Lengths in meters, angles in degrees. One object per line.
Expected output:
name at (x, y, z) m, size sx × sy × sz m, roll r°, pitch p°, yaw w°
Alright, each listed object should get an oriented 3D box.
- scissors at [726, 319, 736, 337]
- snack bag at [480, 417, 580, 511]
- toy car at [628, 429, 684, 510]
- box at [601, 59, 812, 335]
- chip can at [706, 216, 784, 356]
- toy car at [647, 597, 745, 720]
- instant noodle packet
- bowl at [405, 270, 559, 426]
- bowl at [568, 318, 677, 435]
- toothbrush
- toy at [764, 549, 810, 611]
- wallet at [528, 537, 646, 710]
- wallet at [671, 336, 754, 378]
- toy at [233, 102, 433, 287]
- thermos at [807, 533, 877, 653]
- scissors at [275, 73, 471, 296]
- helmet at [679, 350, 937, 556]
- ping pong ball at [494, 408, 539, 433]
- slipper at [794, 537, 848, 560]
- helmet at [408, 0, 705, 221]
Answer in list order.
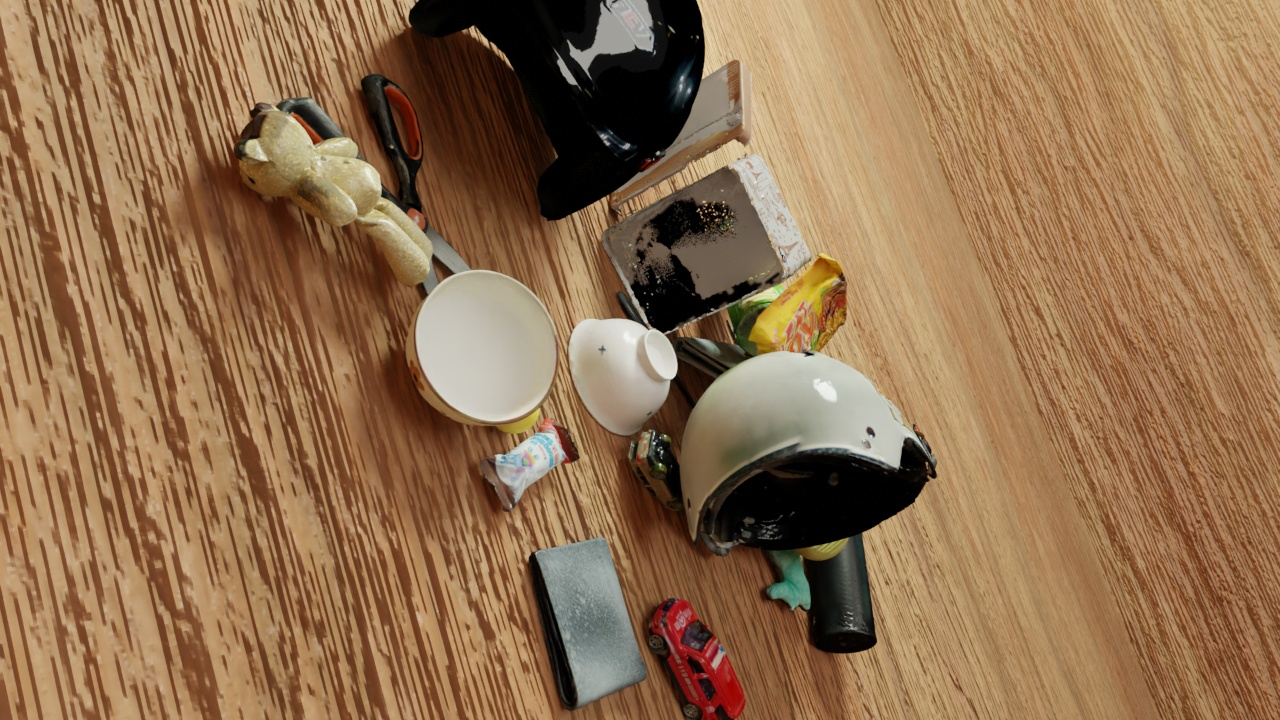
scissors at (0.148, 0.035, 1.132) m, size 0.166 × 0.014 × 0.162 m, roll 44°, pitch 35°, yaw -30°
snack bag at (-0.087, 0.079, 0.722) m, size 0.105 × 0.026 × 0.045 m, roll -34°, pitch 102°, yaw -57°
toy car at (0.019, 0.105, 0.859) m, size 0.090 × 0.035 × 0.042 m, roll 59°, pitch 31°, yaw -41°
box at (0.054, -0.172, 0.961) m, size 0.130 × 0.180 × 0.272 m, roll 9°, pitch 63°, yaw -52°
chip can at (0.126, -0.088, 1.059) m, size 0.072 × 0.073 × 0.221 m, roll 46°, pitch 19°, yaw -30°
toy car at (0.050, 0.262, 0.794) m, size 0.120 × 0.045 × 0.052 m, roll 61°, pitch 30°, yaw -6°
instant noodle packet at (0.161, -0.033, 0.927) m, size 0.128 × 0.044 × 0.111 m, roll -46°, pitch 144°, yaw -18°
bowl at (-0.123, -0.004, 0.673) m, size 0.113 × 0.062 × 0.113 m, roll 11°, pitch 70°, yaw -34°
bowl at (-0.005, 0.005, 0.861) m, size 0.118 × 0.065 × 0.118 m, roll 36°, pitch 42°, yaw -41°
toothbrush at (0.028, 0.000, 0.964) m, size 0.181 × 0.018 × 0.015 m, roll 54°, pitch 37°, yaw -17°
toy at (0.159, 0.230, 0.998) m, size 0.096 × 0.030 × 0.092 m, roll 5°, pitch 64°, yaw -50°
wallet at (-0.041, 0.202, 0.721) m, size 0.097 × 0.019 × 0.120 m, roll 6°, pitch 64°, yaw -58°
wallet at (0.110, 0.005, 1.017) m, size 0.106 × 0.037 × 0.129 m, roll 32°, pitch 14°, yaw 31°
toy at (-0.204, -0.108, 0.629) m, size 0.157 × 0.066 × 0.105 m, roll 41°, pitch 26°, yaw -34°
thermos at (0.234, 0.220, 1.084) m, size 0.090 × 0.069 × 0.242 m, roll 51°, pitch 33°, yaw -44°
scissors at (-0.186, -0.131, 0.714) m, size 0.220 × 0.022 × 0.224 m, roll 32°, pitch 46°, yaw -43°
helmet at (0.142, 0.079, 0.863) m, size 0.274 × 0.230 × 0.156 m, roll 27°, pitch 43°, yaw -57°
ping pong ball at (-0.099, 0.037, 0.717) m, size 0.040 × 0.040 × 0.040 m, roll 35°, pitch 43°, yaw -41°
slipper at (0.152, 0.136, 1.011) m, size 0.091 × 0.082 × 0.190 m, roll -28°, pitch 81°, yaw -24°
helmet at (-0.052, -0.277, 0.819) m, size 0.233 × 0.230 × 0.275 m, roll 53°, pitch -5°, yaw -21°
